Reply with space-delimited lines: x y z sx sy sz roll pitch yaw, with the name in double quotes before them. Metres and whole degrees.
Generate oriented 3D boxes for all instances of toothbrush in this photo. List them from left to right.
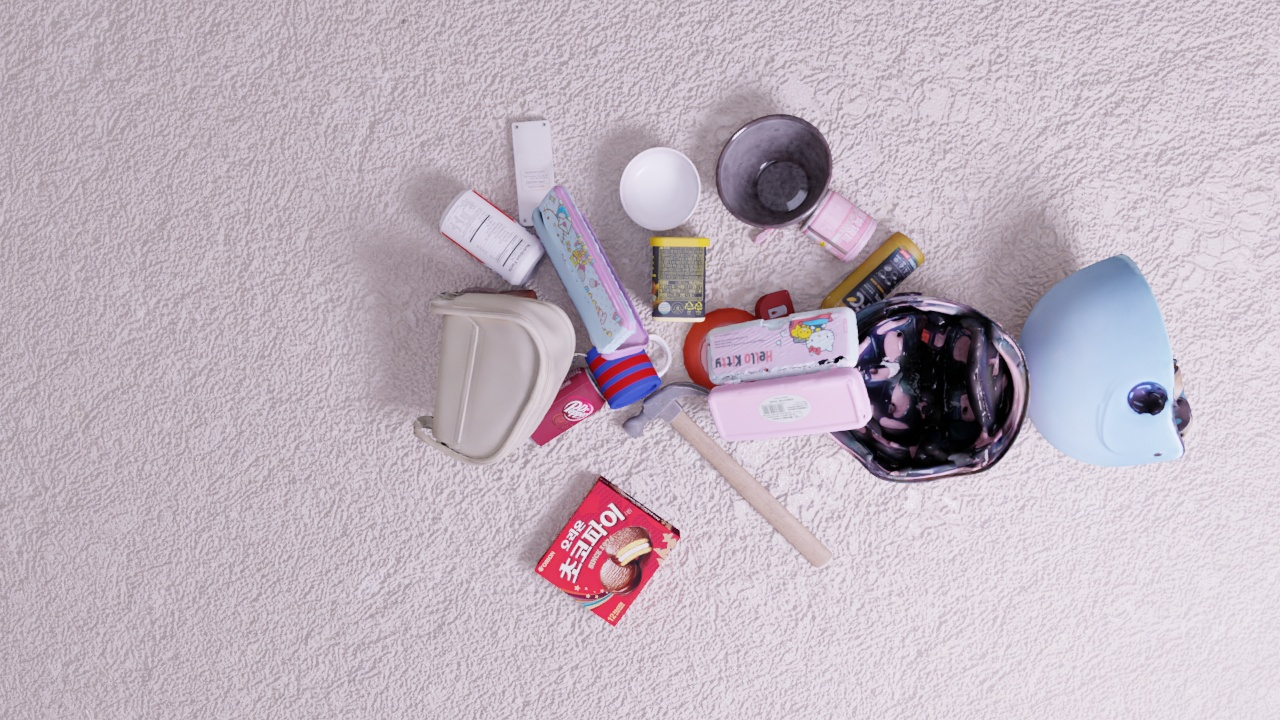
"toothbrush" 0.200 -0.199 1.198 0.135 0.016 0.021 -42 92 6

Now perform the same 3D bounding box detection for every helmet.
"helmet" 0.344 0.025 1.144 0.256 0.152 0.230 -3 100 20
"helmet" 0.543 0.009 1.098 0.167 0.225 0.266 -11 120 9

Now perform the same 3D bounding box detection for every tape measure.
"tape measure" 0.178 -0.059 1.201 0.051 0.019 0.059 -18 95 -23

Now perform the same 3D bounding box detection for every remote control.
"remote control" -0.139 -0.246 1.208 0.050 0.011 0.136 -4 96 2

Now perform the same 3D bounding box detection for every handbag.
"handbag" -0.178 0.016 1.139 0.184 0.131 0.229 21 114 16

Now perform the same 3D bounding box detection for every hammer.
"hammer" 0.131 0.159 1.224 0.331 0.030 0.119 45 107 -4

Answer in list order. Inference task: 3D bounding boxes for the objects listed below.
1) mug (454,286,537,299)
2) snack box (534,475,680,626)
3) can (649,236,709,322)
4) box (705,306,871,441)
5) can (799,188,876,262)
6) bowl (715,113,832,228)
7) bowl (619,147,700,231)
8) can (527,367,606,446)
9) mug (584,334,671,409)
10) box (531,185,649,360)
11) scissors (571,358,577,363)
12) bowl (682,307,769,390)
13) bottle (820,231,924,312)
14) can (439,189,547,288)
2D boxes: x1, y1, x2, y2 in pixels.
"mug" -0.188 -0.056 1.178 0.110 0.123 0.096 -7 59 -2
"snack box" -0.044 0.258 1.242 0.132 0.036 0.152 35 96 -1
"can" 0.048 -0.105 1.157 0.072 0.130 0.101 1 98 2
"box" 0.173 0.022 1.126 0.202 0.058 0.155 -10 94 31
"can" 0.253 -0.172 1.173 0.076 0.067 0.067 35 96 -1
"bowl" 0.173 -0.229 1.159 0.145 0.067 0.145 -3 82 19
"bowl" 0.026 -0.219 1.184 0.105 0.054 0.105 0 97 4
"can" -0.106 0.060 1.211 0.114 0.063 0.063 -33 94 5
"mug" -0.007 0.007 1.197 0.111 0.075 0.076 -21 76 -27
"box" -0.052 -0.114 1.135 0.089 0.093 0.214 -16 71 -38
"scissors" -0.160 0.022 1.223 0.150 0.019 0.120 10 71 16
"bowl" 0.117 -0.008 1.210 0.122 0.035 0.122 0 96 2
"bottle" 0.280 -0.085 1.187 0.186 0.053 0.053 -43 93 5
"can" -0.190 -0.158 1.190 0.132 0.070 0.070 36 96 -2
